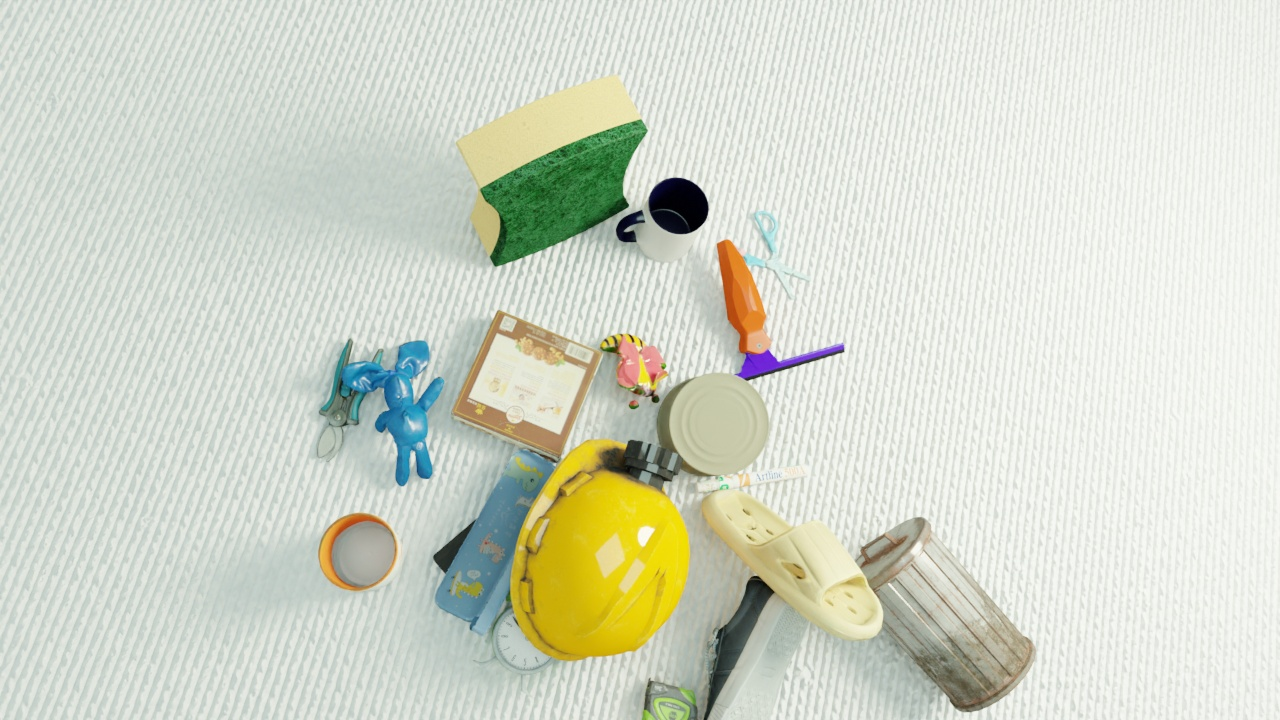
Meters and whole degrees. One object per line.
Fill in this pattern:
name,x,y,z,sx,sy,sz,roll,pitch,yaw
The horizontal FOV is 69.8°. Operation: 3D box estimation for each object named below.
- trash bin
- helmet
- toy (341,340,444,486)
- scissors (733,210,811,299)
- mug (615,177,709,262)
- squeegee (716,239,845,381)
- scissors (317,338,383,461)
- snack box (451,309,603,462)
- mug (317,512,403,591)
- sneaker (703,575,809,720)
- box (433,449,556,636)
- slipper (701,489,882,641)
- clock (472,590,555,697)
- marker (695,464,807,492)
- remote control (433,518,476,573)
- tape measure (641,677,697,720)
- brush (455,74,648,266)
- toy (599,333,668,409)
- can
trash bin,0.350,0.296,1.099,0.130,0.131,0.211,-41,87,-17
helmet,-0.018,0.218,1.012,0.205,0.132,0.255,29,74,-37
toy,-0.288,0.059,1.085,0.112,0.071,0.176,-8,77,-23
scissors,0.177,-0.149,1.249,0.138,0.015,0.119,23,74,-10
mug,0.024,-0.177,1.182,0.111,0.097,0.078,-11,78,-13
squeegee,0.135,-0.068,1.194,0.249,0.055,0.184,-16,87,-13
scissors,-0.356,0.041,1.102,0.131,0.019,0.149,-28,83,-13
snack box,-0.139,0.032,1.129,0.143,0.041,0.146,22,73,-3
mug,-0.307,0.214,1.018,0.082,0.105,0.082,2,75,-9
sneaker,0.116,0.354,1.067,0.089,0.087,0.235,25,90,-43
box,-0.161,0.203,1.057,0.079,0.073,0.210,30,79,-2
slipper,0.179,0.211,1.055,0.111,0.079,0.261,-2,29,-45
clock,-0.127,0.312,1.057,0.094,0.043,0.119,34,73,-1
marker,0.141,0.149,1.159,0.145,0.017,0.017,-7,77,-12
remote control,-0.181,0.197,1.092,0.146,0.015,0.033,-40,85,-17
tape measure,0.033,0.407,1.064,0.065,0.036,0.058,18,64,-1
brush,-0.106,-0.217,1.090,0.195,0.250,0.075,-26,81,-11
toy,-0.007,0.007,1.155,0.084,0.046,0.103,-18,70,-32
can,0.089,0.079,1.130,0.127,0.073,0.127,1,84,-9
